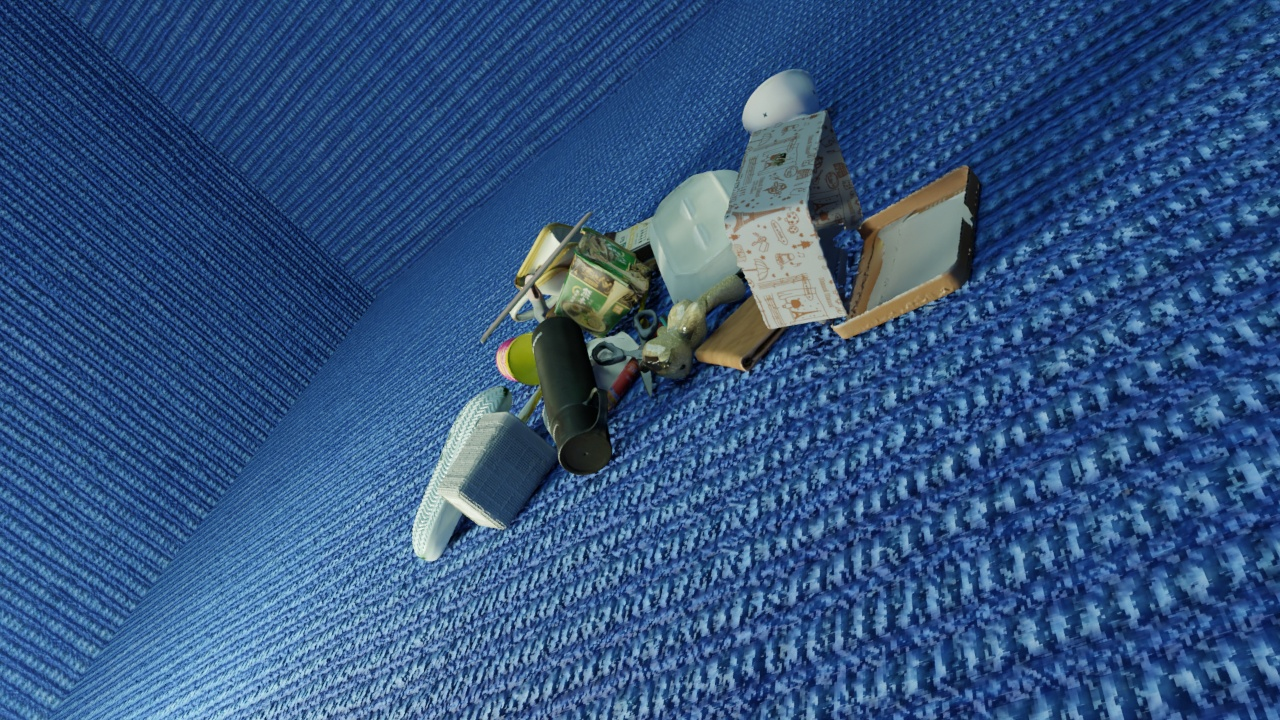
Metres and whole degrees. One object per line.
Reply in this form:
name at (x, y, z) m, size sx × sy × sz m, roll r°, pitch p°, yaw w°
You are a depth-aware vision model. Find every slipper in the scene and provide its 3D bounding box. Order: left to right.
slipper at (-0.219, 0.147, 1.192) m, size 0.104 × 0.074 × 0.245 m, roll -2°, pitch 62°, yaw 61°

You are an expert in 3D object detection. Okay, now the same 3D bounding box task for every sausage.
sausage at (-0.007, 0.007, 1.124) m, size 0.020 × 0.020 × 0.155 m, roll -11°, pitch 38°, yaw 57°

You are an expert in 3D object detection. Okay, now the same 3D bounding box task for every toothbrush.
toothbrush at (-0.124, 0.037, 1.199) m, size 0.018 × 0.016 × 0.191 m, roll -3°, pitch 47°, yaw 52°
toothbrush at (0.008, -0.088, 1.289) m, size 0.016 × 0.016 × 0.189 m, roll -38°, pitch 20°, yaw 21°

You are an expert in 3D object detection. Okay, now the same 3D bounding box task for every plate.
plate at (-0.075, 0.021, 1.207) m, size 0.163 × 0.034 × 0.164 m, roll -46°, pitch 20°, yaw -1°
plate at (0.080, -0.173, 1.206) m, size 0.162 × 0.034 × 0.265 m, roll -38°, pitch 33°, yaw 16°

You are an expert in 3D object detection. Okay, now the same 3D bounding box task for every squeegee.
squeegee at (-0.158, -0.098, 1.406) m, size 0.247 × 0.040 × 0.250 m, roll -52°, pitch -8°, yaw -12°

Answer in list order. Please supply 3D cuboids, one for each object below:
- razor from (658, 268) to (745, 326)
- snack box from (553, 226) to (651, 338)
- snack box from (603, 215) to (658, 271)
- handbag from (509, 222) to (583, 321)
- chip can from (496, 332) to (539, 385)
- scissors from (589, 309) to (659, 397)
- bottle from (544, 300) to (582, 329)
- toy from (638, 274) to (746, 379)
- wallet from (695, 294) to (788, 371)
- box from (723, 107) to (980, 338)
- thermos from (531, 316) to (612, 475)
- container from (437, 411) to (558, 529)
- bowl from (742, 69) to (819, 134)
razor at (0.089, -0.078, 1.099) m, size 0.143 × 0.022 × 0.042 m, roll -38°, pitch 51°, yaw 8°
snack box at (-0.061, -0.102, 1.283) m, size 0.106 × 0.117 × 0.118 m, roll -56°, pitch 10°, yaw 24°
snack box at (0.006, -0.175, 1.374) m, size 0.126 × 0.053 × 0.113 m, roll -24°, pitch 25°, yaw 18°
handbag at (-0.139, -0.132, 1.509) m, size 0.179 × 0.063 × 0.163 m, roll -55°, pitch -20°, yaw 16°
chip can at (-0.168, -0.002, 1.325) m, size 0.071 × 0.071 × 0.211 m, roll -48°, pitch 10°, yaw -9°
scissors at (-0.001, -0.009, 1.103) m, size 0.160 × 0.014 × 0.174 m, roll -14°, pitch 37°, yaw 34°
bottle at (-0.083, -0.112, 1.448) m, size 0.058 × 0.057 × 0.174 m, roll -16°, pitch 34°, yaw 53°
toy at (0.061, -0.040, 1.032) m, size 0.157 × 0.066 × 0.105 m, roll -46°, pitch 12°, yaw -24°
wallet at (0.120, -0.036, 0.964) m, size 0.115 × 0.020 × 0.101 m, roll -47°, pitch 21°, yaw -13°
box at (0.202, -0.129, 0.830) m, size 0.193 × 0.156 × 0.182 m, roll -12°, pitch 37°, yaw 28°
thermos at (-0.076, 0.028, 1.077) m, size 0.090 × 0.068 × 0.242 m, roll -56°, pitch 28°, yaw 21°
container at (-0.173, 0.134, 1.099) m, size 0.090 × 0.090 × 0.114 m, roll -10°, pitch 42°, yaw 58°
bowl at (0.212, -0.345, 1.305) m, size 0.118 × 0.118 × 0.064 m, roll -38°, pitch 60°, yaw 18°
